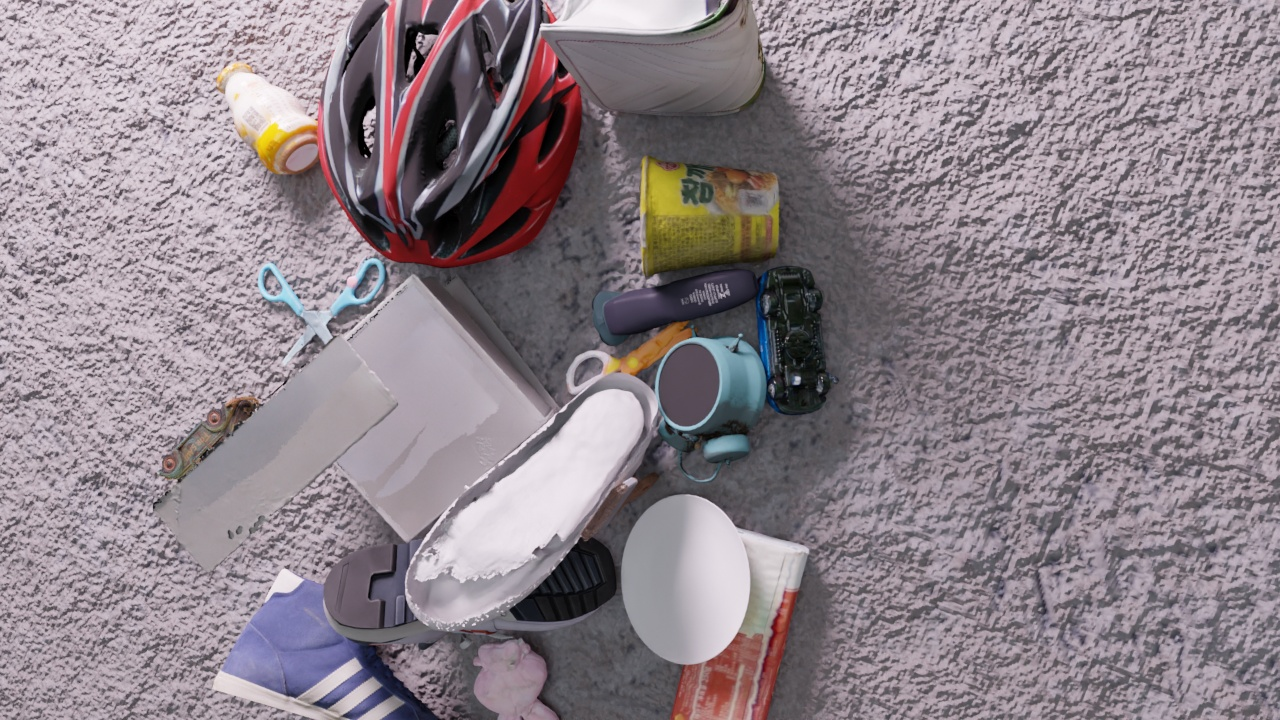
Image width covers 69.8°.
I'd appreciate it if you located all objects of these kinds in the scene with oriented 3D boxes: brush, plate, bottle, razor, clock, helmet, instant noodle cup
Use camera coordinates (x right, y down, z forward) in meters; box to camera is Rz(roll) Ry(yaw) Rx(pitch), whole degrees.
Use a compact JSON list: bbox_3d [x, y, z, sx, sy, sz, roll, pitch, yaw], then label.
[{"bbox_3d":[-0.008,0.104,0.721,0.008,0.143,0.045,37,105,12],"label":"brush"},{"bbox_3d":[0.037,0.178,0.751,0.135,0.011,0.134,-10,75,41],"label":"plate"},{"bbox_3d":[-0.342,-0.223,0.841,0.063,0.063,0.108,-43,80,8],"label":"bottle"},{"bbox_3d":[0.028,-0.047,0.751,0.143,0.052,0.047,-12,96,27],"label":"razor"},{"bbox_3d":[0.052,0.037,0.742,0.090,0.053,0.124,13,93,48],"label":"clock"},{"bbox_3d":[-0.162,-0.213,0.766,0.217,0.167,0.271,8,78,9],"label":"helmet"},{"bbox_3d":[0.055,-0.116,0.741,0.108,0.102,0.102,0,89,4],"label":"instant noodle cup"}]

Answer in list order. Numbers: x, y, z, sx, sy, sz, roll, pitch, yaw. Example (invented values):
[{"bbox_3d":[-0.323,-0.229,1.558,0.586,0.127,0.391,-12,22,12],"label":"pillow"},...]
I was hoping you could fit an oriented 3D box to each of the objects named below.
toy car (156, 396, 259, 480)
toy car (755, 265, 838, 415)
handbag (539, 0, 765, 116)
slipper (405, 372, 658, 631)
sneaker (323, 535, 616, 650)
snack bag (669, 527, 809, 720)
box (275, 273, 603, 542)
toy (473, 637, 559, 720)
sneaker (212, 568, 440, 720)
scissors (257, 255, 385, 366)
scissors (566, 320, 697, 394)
[{"bbox_3d":[-0.394,0.082,0.854,0.112,0.047,0.047,-42,76,9],"label":"toy car"},{"bbox_3d":[0.121,-0.016,0.742,0.056,0.044,0.120,-4,85,-19],"label":"toy car"},{"bbox_3d":[0.019,-0.255,0.695,0.142,0.198,0.096,5,88,11],"label":"handbag"},{"bbox_3d":[-0.081,0.109,0.715,0.112,0.075,0.246,30,61,30],"label":"slipper"},{"bbox_3d":[-0.148,0.195,0.767,0.239,0.125,0.088,4,61,-27],"label":"sneaker"},{"bbox_3d":[0.075,0.252,0.754,0.077,0.041,0.225,14,94,13],"label":"snack bag"},{"bbox_3d":[-0.154,0.040,0.928,0.169,0.403,0.171,-40,81,8],"label":"box"},{"bbox_3d":[-0.108,0.286,0.790,0.063,0.047,0.110,-12,104,3],"label":"toy"},{"bbox_3d":[-0.234,0.263,0.807,0.233,0.092,0.118,19,65,-6],"label":"sneaker"},{"bbox_3d":[-0.301,-0.056,0.855,0.135,0.015,0.135,42,90,14],"label":"scissors"},{"bbox_3d":[-0.008,-0.002,0.791,0.130,0.013,0.070,-40,83,10],"label":"scissors"}]
